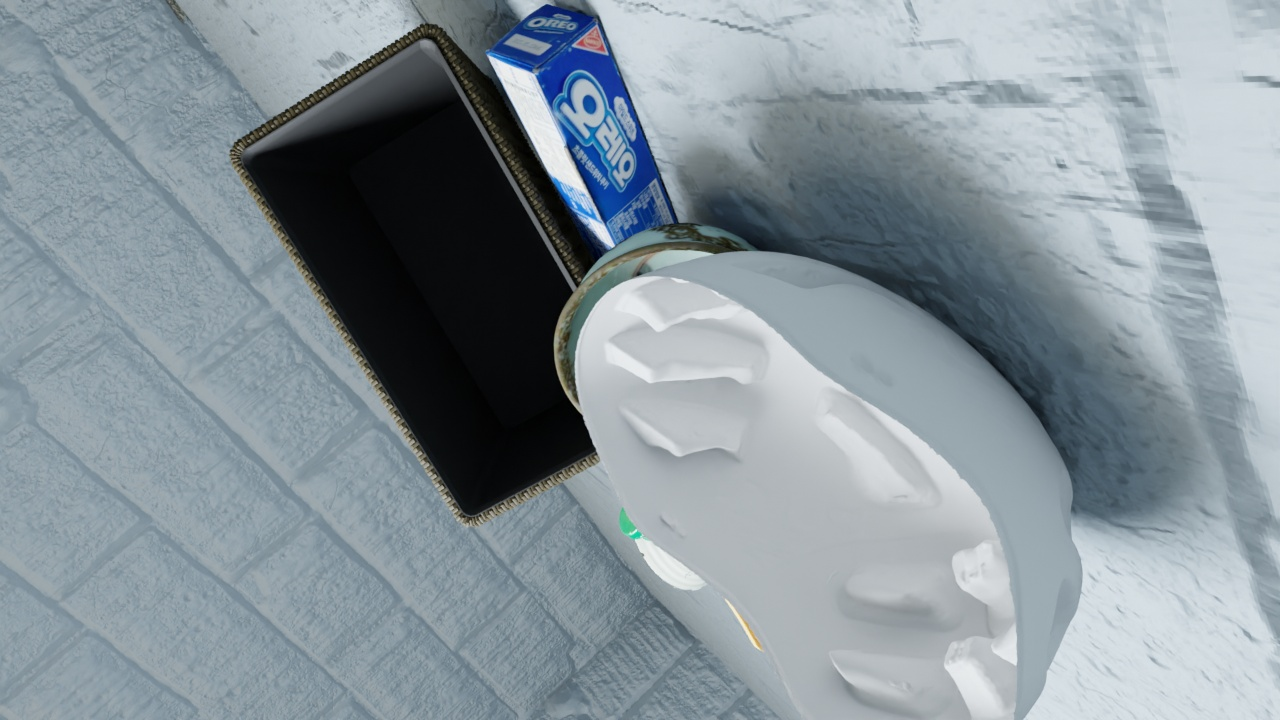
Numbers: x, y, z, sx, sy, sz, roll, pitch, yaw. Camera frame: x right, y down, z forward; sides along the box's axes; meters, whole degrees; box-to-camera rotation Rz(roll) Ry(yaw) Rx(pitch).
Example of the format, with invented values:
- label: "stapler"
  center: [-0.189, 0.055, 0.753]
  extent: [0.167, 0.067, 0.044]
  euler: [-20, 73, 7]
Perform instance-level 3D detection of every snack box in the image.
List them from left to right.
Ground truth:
- label: "snack box"
  center: [-0.025, -0.127, 0.629]
  extent: [0.059, 0.059, 0.226]
  euler: [35, 163, 39]

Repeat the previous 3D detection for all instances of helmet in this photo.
- label: "helmet"
  center: [0.086, 0.061, 0.479]
  extent: [0.282, 0.183, 0.225]
  euler: [33, 140, 2]

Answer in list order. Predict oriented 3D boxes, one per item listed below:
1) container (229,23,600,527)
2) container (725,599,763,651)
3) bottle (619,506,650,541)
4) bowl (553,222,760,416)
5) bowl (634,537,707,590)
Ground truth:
- label: "container"
  center: [-0.129, -0.070, 0.742]
  extent: [0.321, 0.176, 0.204]
  euler: [60, -172, -10]
- label: "container"
  center: [0.122, 0.183, 0.883]
  extent: [0.183, 0.129, 0.167]
  euler: [54, 160, -24]
- label: "bottle"
  center: [0.067, 0.200, 1.055]
  extent: [0.209, 0.068, 0.068]
  euler: [22, -174, -36]
- label: "bowl"
  center: [0.029, -0.027, 0.603]
  extent: [0.160, 0.160, 0.093]
  euler: [56, -156, -28]
- label: "bowl"
  center: [0.069, 0.195, 1.162]
  extent: [0.071, 0.176, 0.177]
  euler: [-29, 105, 36]
